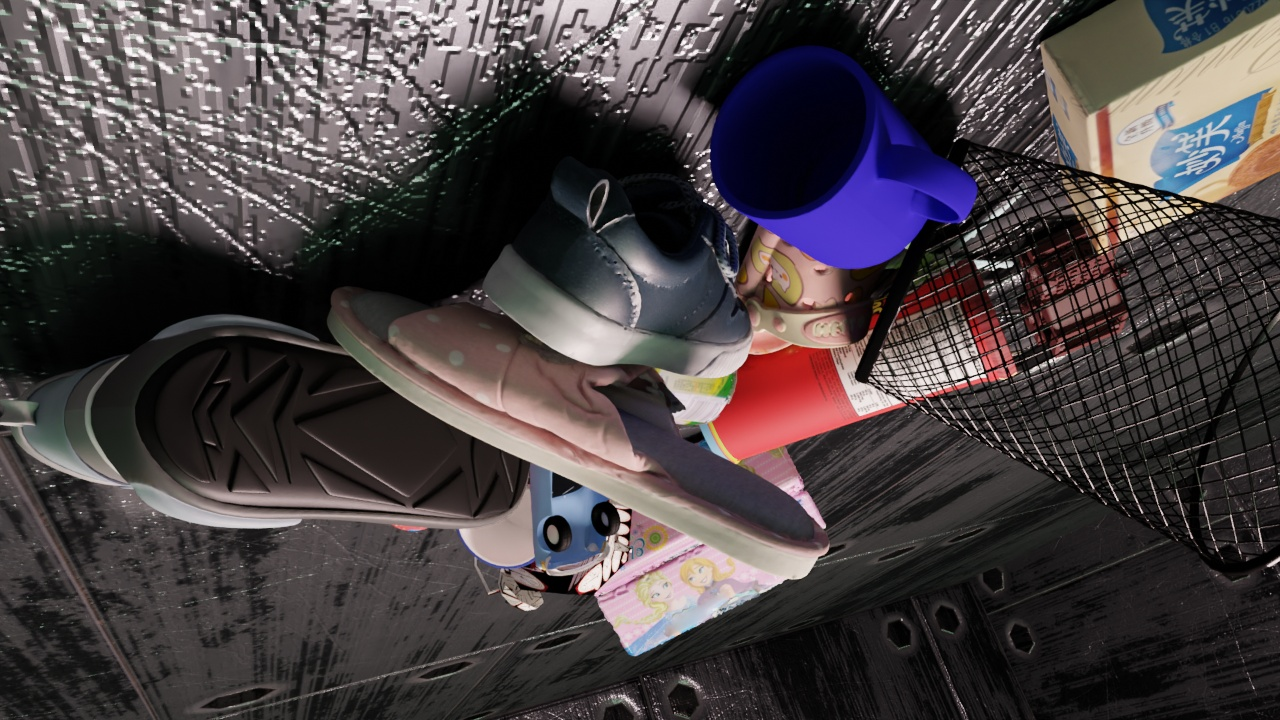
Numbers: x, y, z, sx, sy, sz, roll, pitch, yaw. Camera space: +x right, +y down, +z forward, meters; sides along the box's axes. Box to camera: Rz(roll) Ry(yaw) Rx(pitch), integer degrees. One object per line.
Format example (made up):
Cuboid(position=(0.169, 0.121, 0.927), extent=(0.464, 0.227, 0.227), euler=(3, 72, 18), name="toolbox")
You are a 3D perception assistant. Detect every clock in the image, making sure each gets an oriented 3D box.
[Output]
Cuboid(position=(-0.087, 0.151, 0.787), extent=(0.155, 0.114, 0.065), euler=(-25, 156, 20), name="clock")

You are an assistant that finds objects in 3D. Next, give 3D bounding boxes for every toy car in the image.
Cuboid(position=(-0.050, 0.067, 0.620), extent=(0.056, 0.153, 0.055), euler=(-9, -167, -42), name="toy car")
Cuboid(position=(0.348, -0.050, 0.739), extent=(0.070, 0.061, 0.169), euler=(-25, 156, 13), name="toy car")

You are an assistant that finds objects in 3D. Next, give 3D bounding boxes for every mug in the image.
Cuboid(position=(0.099, -0.087, 0.422), extent=(0.083, 0.111, 0.079), euler=(17, 96, -53), name="mug")
Cuboid(position=(-0.077, 0.116, 0.706), extent=(0.112, 0.075, 0.076), euler=(19, -165, 7), name="mug")

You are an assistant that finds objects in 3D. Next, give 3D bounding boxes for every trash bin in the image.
Cuboid(position=(0.242, -0.015, 0.493), extent=(0.210, 0.183, 0.184), euler=(23, 159, 12), name="trash bin")

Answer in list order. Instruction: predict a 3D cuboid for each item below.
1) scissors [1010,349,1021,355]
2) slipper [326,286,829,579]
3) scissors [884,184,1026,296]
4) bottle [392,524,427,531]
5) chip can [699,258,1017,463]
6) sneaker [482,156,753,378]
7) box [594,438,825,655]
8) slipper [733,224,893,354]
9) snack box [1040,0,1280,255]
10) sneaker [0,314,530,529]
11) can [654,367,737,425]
Cuboid(position=(0.200, 0.019, 0.769), extent=(0.225, 0.016, 0.175), euler=(-11, 171, 6), name="scissors")
Cuboid(position=(-0.026, 0.022, 0.457), extent=(0.054, 0.274, 0.114), euler=(-62, 180, 11), name="slipper")
Cuboid(position=(0.210, -0.070, 0.659), extent=(0.171, 0.021, 0.173), euler=(0, 146, -32), name="scissors")
Cuboid(position=(-0.130, 0.065, 0.632), extent=(0.061, 0.062, 0.138), euler=(6, 147, -44), name="bottle")
Cuboid(position=(0.149, 0.006, 0.661), extent=(0.214, 0.087, 0.087), euler=(-21, 157, 20), name="chip can")
Cuboid(position=(0.010, -0.048, 0.472), extent=(0.087, 0.089, 0.235), euler=(-57, 159, 13), name="sneaker")
Cuboid(position=(0.049, 0.165, 0.851), extent=(0.230, 0.161, 0.061), euler=(-28, 176, 6), name="box")
Cuboid(position=(0.112, -0.042, 0.560), extent=(0.093, 0.081, 0.198), euler=(-11, 158, -20), name="slipper")
Cuboid(position=(0.318, -0.147, 0.514), extent=(0.153, 0.055, 0.207), euler=(-28, 155, 19), name="snack box")
Cuboid(position=(-0.187, 0.043, 0.501), extent=(0.161, 0.093, 0.256), euler=(-3, 169, 32), name="sneaker")
Cuboid(position=(-0.003, 0.003, 0.577), extent=(0.120, 0.067, 0.068), euler=(9, 144, -41), name="can")
